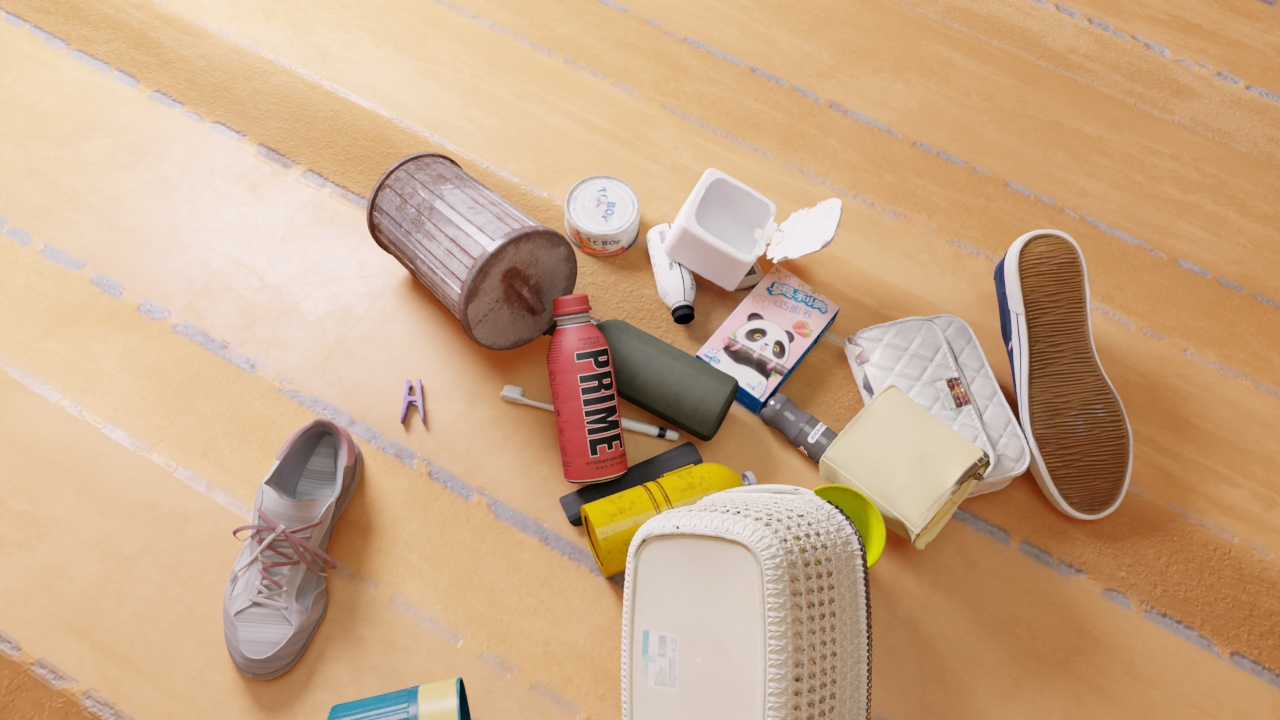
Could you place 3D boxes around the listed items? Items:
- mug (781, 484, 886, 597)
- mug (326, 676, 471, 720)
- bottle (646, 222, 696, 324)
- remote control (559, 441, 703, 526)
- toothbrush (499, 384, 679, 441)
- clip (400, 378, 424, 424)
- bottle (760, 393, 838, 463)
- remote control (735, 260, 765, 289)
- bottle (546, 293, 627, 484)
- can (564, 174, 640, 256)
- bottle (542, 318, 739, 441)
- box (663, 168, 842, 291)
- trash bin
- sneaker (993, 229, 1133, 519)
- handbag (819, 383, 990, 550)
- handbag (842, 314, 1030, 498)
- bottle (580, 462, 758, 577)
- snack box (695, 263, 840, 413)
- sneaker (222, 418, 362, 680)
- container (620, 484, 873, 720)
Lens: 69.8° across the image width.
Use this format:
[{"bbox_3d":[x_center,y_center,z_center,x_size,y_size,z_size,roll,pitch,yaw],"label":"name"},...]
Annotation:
[{"bbox_3d":[0.167,0.169,0.836,0.082,0.106,0.082,2,62,-5],"label":"mug"},{"bbox_3d":[-0.190,0.324,0.742,0.107,0.083,0.113,-9,91,-10],"label":"mug"},{"bbox_3d":[0.036,-0.093,1.002,0.041,0.041,0.116,-7,63,-9],"label":"bottle"},{"bbox_3d":[-0.008,0.120,0.898,0.146,0.015,0.033,-22,66,-16],"label":"remote control"},{"bbox_3d":[-0.051,0.053,0.932,0.187,0.012,0.017,14,58,2],"label":"toothbrush"},{"bbox_3d":[-0.227,0.041,0.923,0.033,0.013,0.051,1,59,-6],"label":"clip"},{"bbox_3d":[0.172,0.077,0.925,0.110,0.036,0.036,38,65,14],"label":"bottle"},{"bbox_3d":[0.100,-0.134,1.043,0.038,0.018,0.125,-17,66,-14],"label":"remote control"},{"bbox_3d":[-0.054,0.025,0.874,0.062,0.062,0.176,-9,94,-10],"label":"bottle"},{"bbox_3d":[-0.042,-0.163,1.031,0.086,0.043,0.086,2,63,-3],"label":"can"},{"bbox_3d":[-0.005,0.005,0.928,0.207,0.072,0.071,27,63,9],"label":"bottle"},{"bbox_3d":[0.123,-0.135,0.981,0.189,0.101,0.111,17,55,12],"label":"box"},{"bbox_3d":[-0.167,-0.109,0.914,0.130,0.131,0.211,-36,53,-21],"label":"trash bin"},{"bbox_3d":[0.428,0.018,0.961,0.120,0.127,0.294,-9,83,-4],"label":"sneaker"},{"bbox_3d":[0.245,0.099,0.844,0.111,0.081,0.119,-47,60,-7],"label":"handbag"},{"bbox_3d":[0.300,0.046,0.933,0.138,0.073,0.194,-12,63,-9],"label":"handbag"},{"bbox_3d":[0.032,0.141,0.860,0.163,0.071,0.071,-18,65,-14],"label":"bottle"},{"bbox_3d":[0.136,-0.025,0.979,0.088,0.033,0.153,36,65,13],"label":"snack box"},{"bbox_3d":[-0.311,0.155,0.810,0.099,0.090,0.235,8,62,-1],"label":"sneaker"},{"bbox_3d":[0.076,0.224,0.726,0.185,0.143,0.251,-4,81,36],"label":"container"}]
